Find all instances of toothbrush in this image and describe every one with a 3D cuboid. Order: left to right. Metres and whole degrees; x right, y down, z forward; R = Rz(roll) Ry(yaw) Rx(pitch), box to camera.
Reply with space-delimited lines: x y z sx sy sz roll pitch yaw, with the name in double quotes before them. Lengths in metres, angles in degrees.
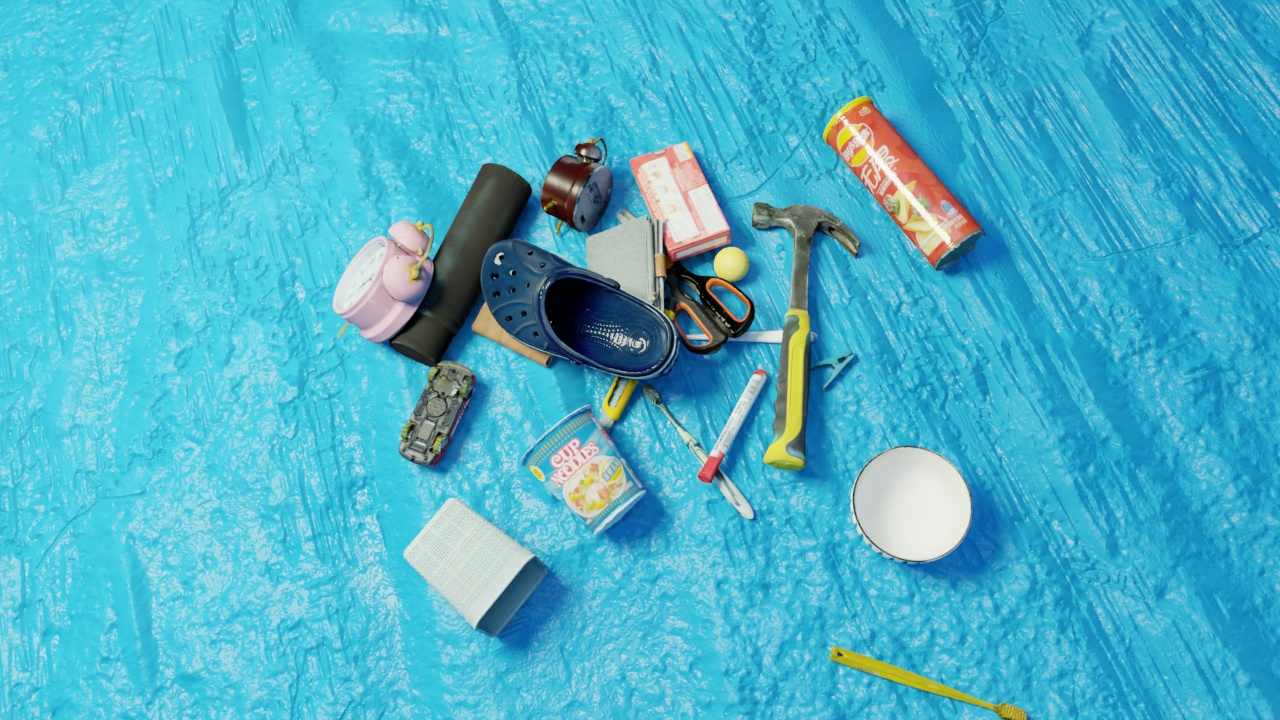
"toothbrush" 0.061 0.095 0.994 0.016 0.018 0.191 -36 71 -10
"toothbrush" 0.109 -0.028 1.037 0.180 0.016 0.016 0 69 4
"toothbrush" 0.280 0.316 0.896 0.190 0.017 0.015 17 71 10

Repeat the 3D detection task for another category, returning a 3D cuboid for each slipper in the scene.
"slipper" -0.077 -0.051 0.975 0.253 0.095 0.105 27 88 21

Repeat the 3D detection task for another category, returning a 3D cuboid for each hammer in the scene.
"hammer" 0.175 -0.034 1.013 0.126 0.032 0.322 6 65 5

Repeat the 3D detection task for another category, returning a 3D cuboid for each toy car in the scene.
"toy car" -0.223 0.059 1.012 0.053 0.045 0.120 21 78 9

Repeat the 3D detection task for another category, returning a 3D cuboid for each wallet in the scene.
"wallet" -0.125 -0.064 1.055 0.101 0.020 0.115 25 86 12
"wallet" -0.015 -0.093 1.044 0.107 0.037 0.129 -16 65 33

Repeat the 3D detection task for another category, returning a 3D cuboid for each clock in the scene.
"clock" -0.278 -0.092 1.021 0.159 0.060 0.117 -33 40 27
"clock" -0.069 -0.208 1.083 0.055 0.082 0.121 25 75 19

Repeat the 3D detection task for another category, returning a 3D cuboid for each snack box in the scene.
"snack box" 0.046 -0.189 1.082 0.075 0.025 0.152 -20 58 -3

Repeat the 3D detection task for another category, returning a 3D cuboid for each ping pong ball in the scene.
"ping pong ball" 0.105 -0.110 1.055 0.040 0.040 0.040 -1 69 3

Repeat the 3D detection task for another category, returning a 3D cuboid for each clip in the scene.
"clip" 0.215 0.007 1.018 0.055 0.013 0.034 -36 72 -10

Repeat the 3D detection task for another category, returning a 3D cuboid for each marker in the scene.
"marker" 0.101 0.069 0.992 0.017 0.017 0.145 26 65 13

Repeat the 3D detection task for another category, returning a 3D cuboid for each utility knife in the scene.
"utility knife" -0.006 0.006 1.018 0.033 0.015 0.176 23 84 35

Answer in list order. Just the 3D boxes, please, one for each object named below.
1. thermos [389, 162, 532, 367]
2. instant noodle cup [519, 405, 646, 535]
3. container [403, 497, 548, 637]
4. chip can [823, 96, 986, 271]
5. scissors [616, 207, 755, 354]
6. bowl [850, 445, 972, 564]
"thermos" -0.216 -0.114 1.068 0.090 0.068 0.242 15 70 32
"instant noodle cup" -0.054 0.118 0.958 0.099 0.099 0.110 -40 79 -11
"container" -0.169 0.207 0.931 0.111 0.090 0.090 35 75 18
"chip can" 0.301 -0.205 1.061 0.073 0.073 0.216 -30 71 -8
"scissors" 0.051 -0.108 1.061 0.139 0.022 0.234 -17 63 5
"bowl" 0.270 0.151 0.932 0.116 0.066 0.116 -2 70 4
